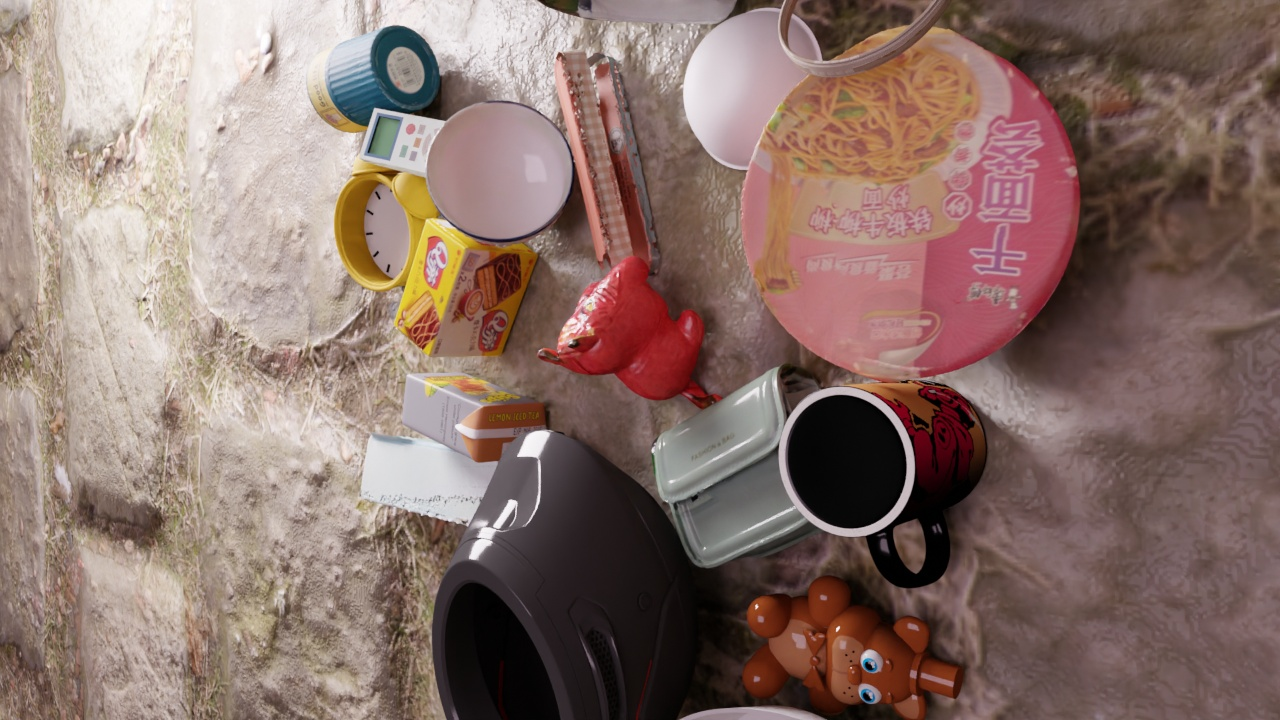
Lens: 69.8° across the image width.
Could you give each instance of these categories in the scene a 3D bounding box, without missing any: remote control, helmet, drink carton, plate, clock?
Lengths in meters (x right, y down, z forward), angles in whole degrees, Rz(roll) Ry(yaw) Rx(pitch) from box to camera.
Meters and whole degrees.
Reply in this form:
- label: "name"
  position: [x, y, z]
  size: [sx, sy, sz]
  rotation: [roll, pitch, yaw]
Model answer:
- label: "remote control"
  position: [-0.182, -0.188, 0.825]
  size: [0.143, 0.024, 0.049]
  rotation: [15, 86, 19]
- label: "helmet"
  position: [-0.043, 0.178, 0.649]
  size: [0.165, 0.169, 0.264]
  rotation: [-17, 87, 42]
- label: "drink carton"
  position: [-0.148, 0.048, 0.804]
  size: [0.125, 0.076, 0.048]
  rotation: [17, 102, 44]
- label: "plate"
  position: [0.097, 0.268, 0.587]
  size: [0.174, 0.036, 0.174]
  rotation: [12, 126, 17]
- label: "clock"
  position: [-0.242, -0.138, 0.888]
  size: [0.113, 0.051, 0.152]
  rotation: [33, 117, 25]

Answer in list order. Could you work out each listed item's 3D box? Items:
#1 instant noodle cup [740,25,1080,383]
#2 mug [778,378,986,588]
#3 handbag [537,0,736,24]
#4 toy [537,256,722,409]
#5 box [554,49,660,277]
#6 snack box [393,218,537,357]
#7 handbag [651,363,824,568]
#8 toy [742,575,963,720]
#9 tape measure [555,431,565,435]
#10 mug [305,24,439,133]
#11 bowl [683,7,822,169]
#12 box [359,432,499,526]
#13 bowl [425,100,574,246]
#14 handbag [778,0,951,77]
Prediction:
- label: "instant noodle cup"
  position: [0.153, -0.083, 0.514]
  size: [0.179, 0.077, 0.179]
  rotation: [5, 100, 32]
- label: "mug"
  position: [0.146, 0.070, 0.527]
  size: [0.082, 0.098, 0.118]
  rotation: [-23, 76, 39]
- label: "handbag"
  position: [0.001, -0.341, 0.624]
  size: [0.142, 0.096, 0.198]
  rotation: [12, 98, 27]
- label: "toy"
  position: [-0.004, 0.004, 0.658]
  size: [0.133, 0.093, 0.088]
  rotation: [42, 139, 0]
- label: "box"
  position: [-0.023, -0.151, 0.717]
  size: [0.058, 0.062, 0.188]
  rotation: [156, 103, -66]
- label: "snack box"
  position: [-0.152, -0.060, 0.794]
  size: [0.061, 0.083, 0.106]
  rotation: [37, 114, 33]
- label: "handbag"
  position: [0.073, 0.074, 0.613]
  size: [0.122, 0.067, 0.106]
  rotation: [-35, 68, 37]
- label: "toy"
  position: [0.130, 0.186, 0.570]
  size: [0.128, 0.065, 0.095]
  rotation: [7, 105, 36]
- label: "tape measure"
  position: [-0.061, 0.100, 0.751]
  size: [0.064, 0.037, 0.066]
  rotation: [37, 117, 35]
- label: "mug"
  position: [-0.250, -0.256, 0.886]
  size: [0.107, 0.083, 0.114]
  rotation: [-2, 118, 38]
- label: "bowl"
  position: [0.066, -0.188, 0.626]
  size: [0.110, 0.040, 0.110]
  rotation: [2, 93, 41]
- label: "box"
  position: [-0.189, 0.108, 0.865]
  size: [0.199, 0.066, 0.083]
  rotation: [4, 70, 41]
- label: "bowl"
  position: [-0.114, -0.147, 0.758]
  size: [0.062, 0.118, 0.118]
  rotation: [123, 137, -80]
- label: "handbag"
  position: [0.138, -0.231, 0.492]
  size: [0.176, 0.062, 0.197]
  rotation: [11, 68, 41]
